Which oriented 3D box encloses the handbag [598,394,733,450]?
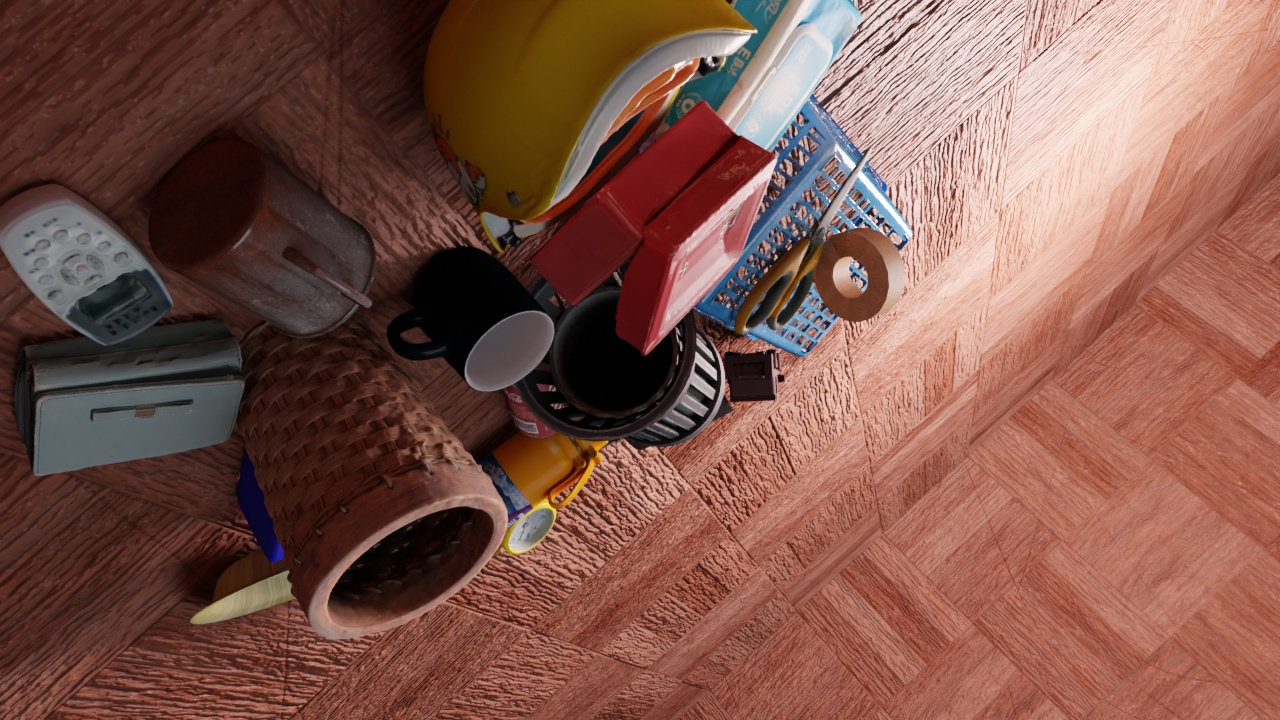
[{"bbox_3d":[-0.009,0.057,1.089,0.196,0.072,0.176,-33,152,5],"label":"handbag"}]

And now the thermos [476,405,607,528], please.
[{"bbox_3d":[-0.139,0.139,0.978,0.232,0.091,0.076,-37,-176,-8],"label":"thermos"}]

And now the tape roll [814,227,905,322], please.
[{"bbox_3d":[0.223,-0.088,0.941,0.027,0.094,0.094,-20,144,-37],"label":"tape roll"}]

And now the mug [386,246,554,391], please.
[{"bbox_3d":[-0.145,-0.031,0.739,0.121,0.094,0.085,-22,145,-33],"label":"mug"}]

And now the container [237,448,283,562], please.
[{"bbox_3d":[-0.270,0.107,0.782,0.113,0.085,0.085,-11,138,-43],"label":"container"}]

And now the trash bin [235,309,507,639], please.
[{"bbox_3d":[-0.214,0.074,0.674,0.151,0.210,0.151,-30,150,-20],"label":"trash bin"}]

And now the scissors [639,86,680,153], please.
[{"bbox_3d":[-0.006,-0.184,0.795,0.101,0.016,0.179,-35,154,-23],"label":"scissors"}]

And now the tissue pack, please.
[{"bbox_3d":[0.097,-0.240,0.786,0.210,0.066,0.116,-55,153,19],"label":"tissue pack"}]

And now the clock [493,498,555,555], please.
[{"bbox_3d":[-0.139,0.169,1.063,0.083,0.057,0.119,-10,130,-46],"label":"clock"}]

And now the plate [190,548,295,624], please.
[{"bbox_3d":[-0.319,0.188,0.843,0.184,0.036,0.184,-22,167,-6],"label":"plate"}]

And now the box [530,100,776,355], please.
[{"bbox_3d":[0.009,-0.115,0.708,0.156,0.126,0.137,-45,167,-38],"label":"box"}]

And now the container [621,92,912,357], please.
[{"bbox_3d":[0.167,-0.127,1.012,0.257,0.089,0.361,-50,151,13],"label":"container"}]

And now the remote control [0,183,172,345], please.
[{"bbox_3d":[-0.328,-0.055,0.543,0.060,0.028,0.114,-34,151,-16],"label":"remote control"}]

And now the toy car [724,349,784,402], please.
[{"bbox_3d":[0.142,0.020,1.144,0.070,0.062,0.169,-3,178,11],"label":"toy car"}]

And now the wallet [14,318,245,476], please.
[{"bbox_3d":[-0.342,0.026,0.619,0.131,0.054,0.101,-9,137,-39],"label":"wallet"}]

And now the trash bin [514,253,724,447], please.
[{"bbox_3d":[-0.005,0.005,0.881,0.164,0.164,0.227,-45,162,4],"label":"trash bin"}]

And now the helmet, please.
[{"bbox_3d":[-0.055,-0.185,0.596,0.209,0.139,0.240,-43,-173,-11],"label":"helmet"}]

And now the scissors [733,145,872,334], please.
[{"bbox_3d":[0.162,-0.114,0.908,0.113,0.016,0.230,-13,139,-44],"label":"scissors"}]

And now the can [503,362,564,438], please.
[{"bbox_3d":[-0.107,0.035,0.921,0.054,0.054,0.097,-34,150,-17],"label":"can"}]

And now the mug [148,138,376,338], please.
[{"bbox_3d":[-0.221,-0.067,0.566,0.096,0.123,0.110,-63,152,-4],"label":"mug"}]
